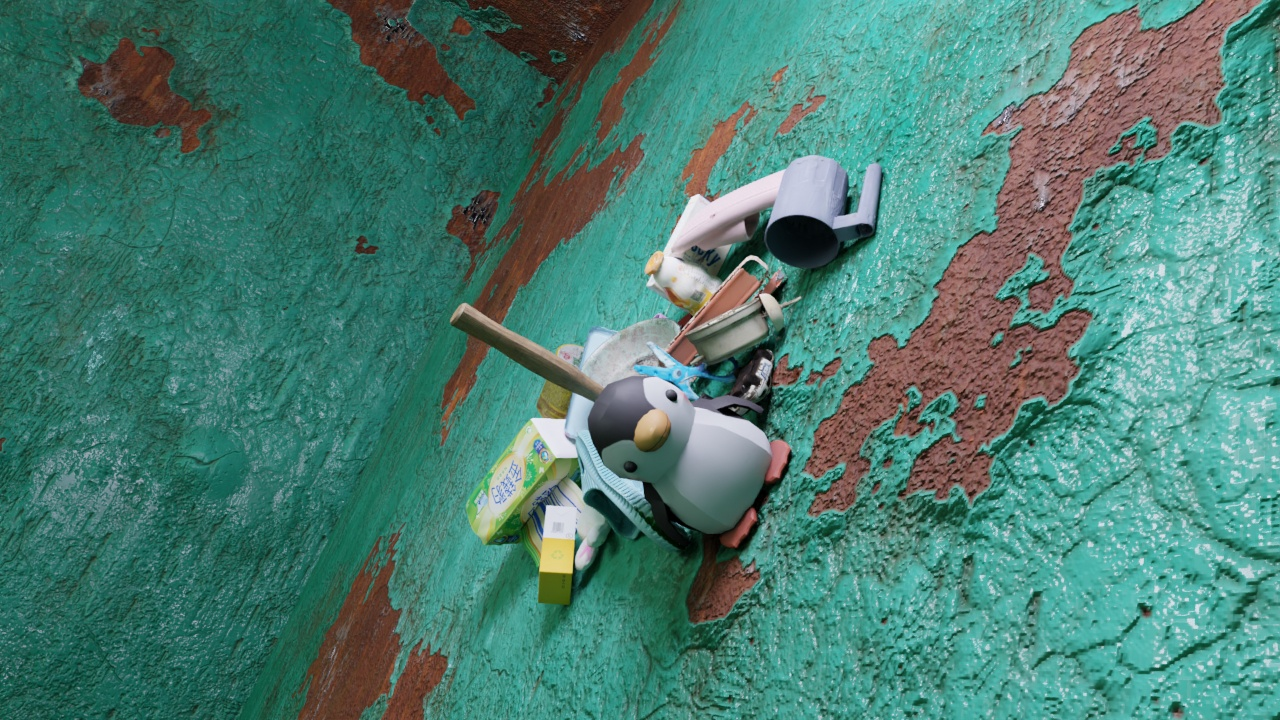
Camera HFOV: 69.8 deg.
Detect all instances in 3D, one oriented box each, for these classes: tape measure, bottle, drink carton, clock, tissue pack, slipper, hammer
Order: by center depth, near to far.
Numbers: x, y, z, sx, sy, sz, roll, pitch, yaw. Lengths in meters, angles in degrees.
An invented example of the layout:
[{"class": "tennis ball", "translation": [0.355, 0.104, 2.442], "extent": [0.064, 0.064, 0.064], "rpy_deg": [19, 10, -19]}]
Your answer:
[{"class": "clock", "translation": [0.120, -0.036, 1.042], "extent": [0.141, 0.054, 0.093], "rpy_deg": [-26, 3, 11]}, {"class": "slipper", "translation": [-0.026, 0.157, 1.060], "extent": [0.069, 0.116, 0.276], "rpy_deg": [-45, 24, -2]}, {"class": "hammer", "translation": [-0.094, 0.021, 1.123], "extent": [0.133, 0.305, 0.040], "rpy_deg": [-38, 29, 45]}, {"class": "drink carton", "translation": [-0.106, 0.247, 1.183], "extent": [0.122, 0.040, 0.059], "rpy_deg": [-91, 6, -55]}, {"class": "slipper", "translation": [0.138, -0.194, 1.200], "extent": [0.222, 0.056, 0.106], "rpy_deg": [-23, 20, 27]}, {"class": "bottle", "translation": [0.058, -0.104, 1.228], "extent": [0.063, 0.109, 0.063], "rpy_deg": [-48, 23, 28]}, {"class": "tape measure", "translation": [0.056, -0.033, 1.263], "extent": [0.052, 0.019, 0.058], "rpy_deg": [-41, 27, 40]}, {"class": "tissue pack", "translation": [-0.137, 0.196, 1.288], "extent": [0.141, 0.120, 0.198], "rpy_deg": [53, 123, 30]}]

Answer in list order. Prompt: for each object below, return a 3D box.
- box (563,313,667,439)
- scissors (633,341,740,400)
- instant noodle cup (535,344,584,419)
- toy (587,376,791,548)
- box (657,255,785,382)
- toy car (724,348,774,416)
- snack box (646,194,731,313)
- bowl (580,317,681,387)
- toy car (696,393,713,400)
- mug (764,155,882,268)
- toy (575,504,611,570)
[{"class": "box", "translation": [-0.027, 0.028, 1.310], "extent": [0.140, 0.062, 0.213], "rpy_deg": [-8, 44, 20]}, {"class": "scissors", "translation": [0.058, 0.011, 1.099], "extent": [0.113, 0.013, 0.140], "rpy_deg": [-45, 63, 4]}, {"class": "instant noodle cup", "translation": [-0.111, 0.045, 1.452], "extent": [0.108, 0.102, 0.102], "rpy_deg": [-57, 18, 29]}, {"class": "toy", "translation": [0.028, 0.084, 0.919], "extent": [0.159, 0.184, 0.140], "rpy_deg": [-60, 21, -6]}, {"class": "box", "translation": [0.097, -0.050, 1.120], "extent": [0.187, 0.076, 0.054], "rpy_deg": [-48, 57, 22]}, {"class": "toy car", "translation": [0.124, 0.026, 1.003], "extent": [0.049, 0.040, 0.112], "rpy_deg": [-45, 6, 33]}, {"class": "snack box", "translation": [0.076, -0.148, 1.289], "extent": [0.150, 0.082, 0.026], "rpy_deg": [-64, 22, -11]}, {"class": "bowl", "translation": [-0.007, 0.007, 1.228], "extent": [0.158, 0.038, 0.157], "rpy_deg": [-25, 28, 15]}, {"class": "toy car", "translation": [0.062, 0.082, 1.054], "extent": [0.092, 0.040, 0.037], "rpy_deg": [-58, 20, 9]}, {"class": "mug", "translation": [0.209, -0.173, 1.037], "extent": [0.124, 0.084, 0.103], "rpy_deg": [-9, 46, 34]}, {"class": "toy", "translation": [-0.056, 0.203, 1.166], "extent": [0.076, 0.037, 0.125], "rpy_deg": [-56, 16, 33]}]
